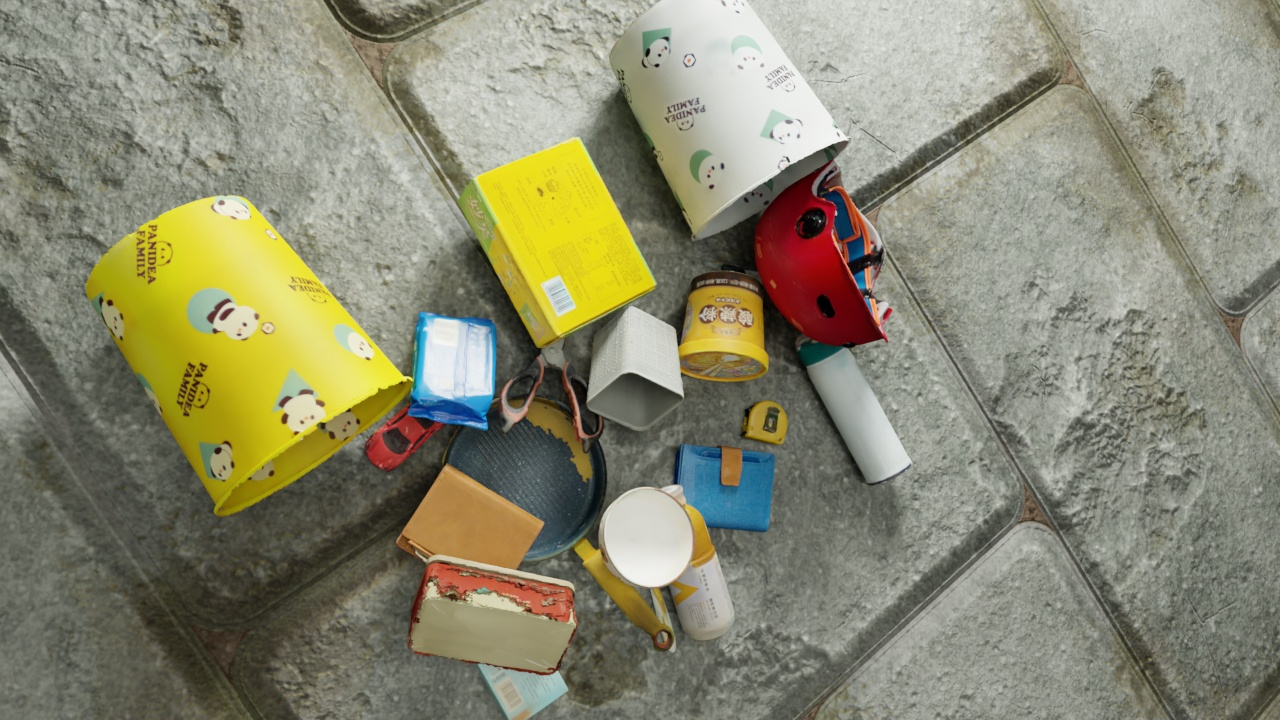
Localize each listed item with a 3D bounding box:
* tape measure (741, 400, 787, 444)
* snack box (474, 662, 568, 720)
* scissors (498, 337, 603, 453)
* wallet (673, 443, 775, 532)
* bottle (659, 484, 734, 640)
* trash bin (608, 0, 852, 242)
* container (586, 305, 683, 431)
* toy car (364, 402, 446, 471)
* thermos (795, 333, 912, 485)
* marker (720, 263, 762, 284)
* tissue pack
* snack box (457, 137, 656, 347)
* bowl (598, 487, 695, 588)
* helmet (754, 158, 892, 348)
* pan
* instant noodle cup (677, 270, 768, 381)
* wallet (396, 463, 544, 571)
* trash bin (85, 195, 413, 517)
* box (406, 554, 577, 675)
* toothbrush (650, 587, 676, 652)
[{"bbox_3d":[0.166,0.082,1.212,0.060,0.029,0.057,14,77,-17],"label":"tape measure"},{"bbox_3d":[-0.159,0.325,1.055,0.074,0.052,0.175,-30,93,-22],"label":"snack box"},{"bbox_3d":[-0.106,0.011,1.104,0.189,0.015,0.226,38,56,-4],"label":"scissors"},{"bbox_3d":[0.107,0.163,1.177,0.133,0.040,0.106,8,84,-18],"label":"wallet"},{"bbox_3d":[0.060,0.245,1.119,0.068,0.068,0.189,-20,99,-20],"label":"bottle"},{"bbox_3d":[0.101,-0.316,1.150,0.229,0.230,0.252,-30,88,-20],"label":"trash bin"},{"bbox_3d":[-0.007,0.006,1.109,0.090,0.090,0.114,27,43,-29],"label":"container"},{"bbox_3d":[-0.270,0.082,1.063,0.106,0.031,0.049,-42,96,-17],"label":"toy car"},{"bbox_3d":[0.284,0.054,1.237,0.073,0.073,0.224,-30,92,-20],"label":"thermos"},{"bbox_3d":[0.169,-0.113,1.246,0.130,0.018,0.022,6,71,-18],"label":"marker"},{"bbox_3d":[-0.216,0.011,1.058,0.095,0.052,0.156,9,52,-18],"label":"tissue pack"},{"bbox_3d":[-0.098,-0.142,1.103,0.157,0.070,0.210,-30,93,-29],"label":"snack box"},{"bbox_3d":[0.000,0.207,1.052,0.113,0.062,0.113,9,66,-22],"label":"bowl"},{"bbox_3d":[0.222,-0.113,1.155,0.207,0.144,0.239,46,35,-42],"label":"helmet"},{"bbox_3d":[-0.084,0.200,1.084,0.197,0.078,0.357,-40,96,-19],"label":"pan"},{"bbox_3d":[0.106,-0.044,1.167,0.118,0.119,0.114,12,71,-17],"label":"instant noodle cup"},{"bbox_3d":[-0.190,0.194,1.025,0.132,0.031,0.107,32,76,-4],"label":"wallet"},{"bbox_3d":[-0.402,-0.012,0.936,0.229,0.230,0.255,-37,90,-20],"label":"trash bin"},{"bbox_3d":[-0.156,0.276,0.974,0.168,0.080,0.091,15,114,-17],"label":"box"},{"bbox_3d":[0.016,0.270,1.140,0.016,0.018,0.191,-15,88,-19],"label":"toothbrush"}]
